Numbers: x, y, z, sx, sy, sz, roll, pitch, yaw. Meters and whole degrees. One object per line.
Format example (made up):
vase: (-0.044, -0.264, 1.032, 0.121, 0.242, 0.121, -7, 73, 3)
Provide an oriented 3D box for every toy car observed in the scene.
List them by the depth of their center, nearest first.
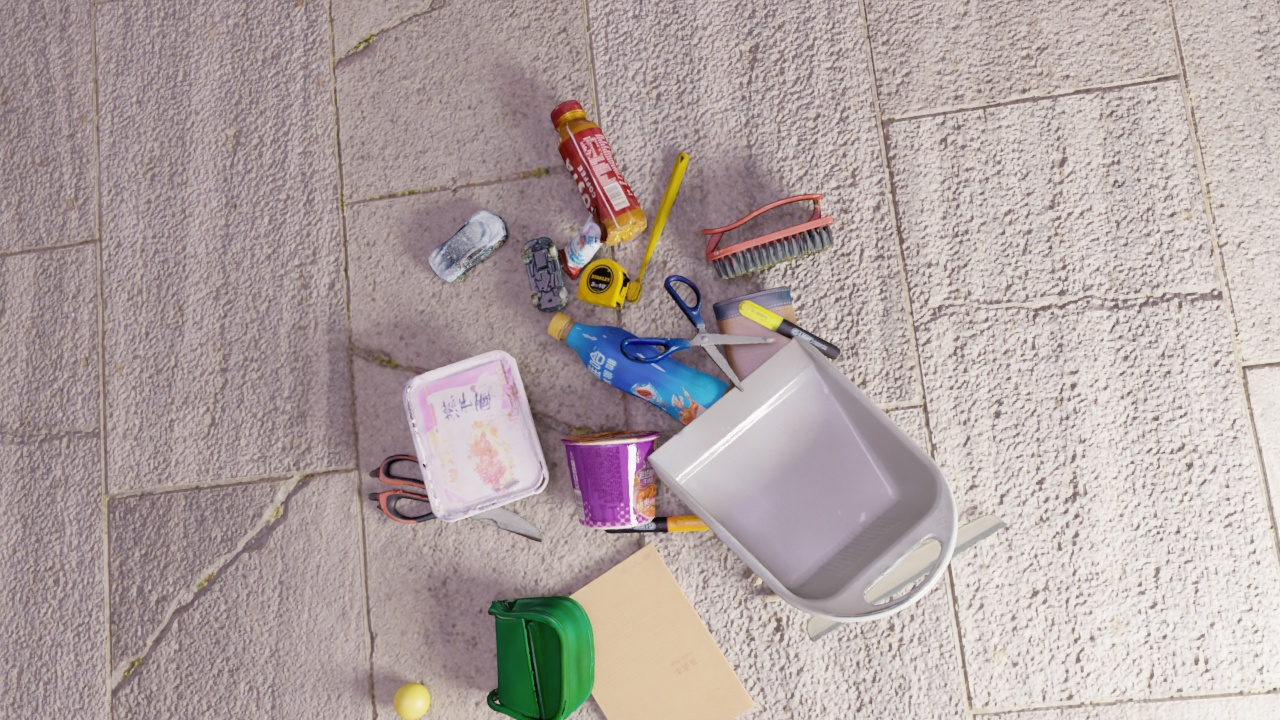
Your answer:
toy car: (-0.113, -0.101, 1.087, 0.043, 0.034, 0.090, -15, 83, 3)
toy car: (-0.208, -0.139, 1.107, 0.105, 0.031, 0.049, -41, 80, 0)

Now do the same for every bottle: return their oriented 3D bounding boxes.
bottle: (-0.006, 0.006, 1.043, 0.219, 0.065, 0.065, 29, 87, 11)
bottle: (-0.053, -0.224, 1.082, 0.057, 0.057, 0.175, -26, 80, 4)

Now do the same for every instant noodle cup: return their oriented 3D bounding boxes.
instant noodle cup: (-0.029, 0.131, 1.014, 0.111, 0.111, 0.099, -6, 91, 7)
instant noodle cup: (-0.186, 0.089, 1.053, 0.138, 0.060, 0.173, -18, 75, 0)

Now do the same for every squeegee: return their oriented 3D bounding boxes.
squeegee: (0.225, 0.136, 1.007, 0.246, 0.039, 0.246, -29, 79, -7)

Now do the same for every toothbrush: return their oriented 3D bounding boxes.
toothbrush: (0.020, -0.158, 1.084, 0.016, 0.016, 0.190, 19, 86, 9)

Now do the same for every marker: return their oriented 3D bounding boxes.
marker: (0.165, -0.034, 1.017, 0.124, 0.015, 0.018, 28, 91, 5)
marker: (0.019, 0.187, 1.042, 0.124, 0.015, 0.018, -4, 78, 9)

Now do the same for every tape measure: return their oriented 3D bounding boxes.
tape measure: (-0.041, -0.089, 1.076, 0.060, 0.029, 0.057, 14, 84, 29)

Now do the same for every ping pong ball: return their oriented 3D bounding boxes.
ping pong ball: (-0.260, 0.387, 1.042, 0.040, 0.040, 0.040, -1, 82, 8)

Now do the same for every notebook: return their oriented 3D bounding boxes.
notebook: (0.008, 0.332, 1.027, 0.149, 0.012, 0.211, -34, 80, 2)

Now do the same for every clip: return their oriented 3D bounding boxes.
clip: (0.168, 0.227, 1.007, 0.100, 0.035, 0.076, -32, 79, -2)

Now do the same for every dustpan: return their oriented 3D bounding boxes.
dustpan: (0.176, 0.125, 0.914, 0.222, 0.143, 0.257, -39, 85, -9)

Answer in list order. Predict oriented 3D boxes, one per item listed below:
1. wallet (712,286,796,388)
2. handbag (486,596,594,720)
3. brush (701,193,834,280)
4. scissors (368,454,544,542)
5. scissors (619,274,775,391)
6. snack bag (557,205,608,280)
wallet: (0.138, -0.021, 1.044, 0.090, 0.033, 0.115, -14, 82, 9)
handbag: (-0.115, 0.327, 1.013, 0.120, 0.067, 0.131, 1, 92, 26)
brush: (0.144, -0.141, 1.042, 0.146, 0.063, 0.069, -17, 92, 7)
scissors: (-0.217, 0.182, 1.076, 0.177, 0.015, 0.210, -36, 79, 1)
scissors: (0.060, -0.030, 1.018, 0.176, 0.012, 0.162, -8, 58, -4)
snack bag: (-0.064, -0.135, 1.063, 0.026, 0.106, 0.045, -2, 66, -32)
